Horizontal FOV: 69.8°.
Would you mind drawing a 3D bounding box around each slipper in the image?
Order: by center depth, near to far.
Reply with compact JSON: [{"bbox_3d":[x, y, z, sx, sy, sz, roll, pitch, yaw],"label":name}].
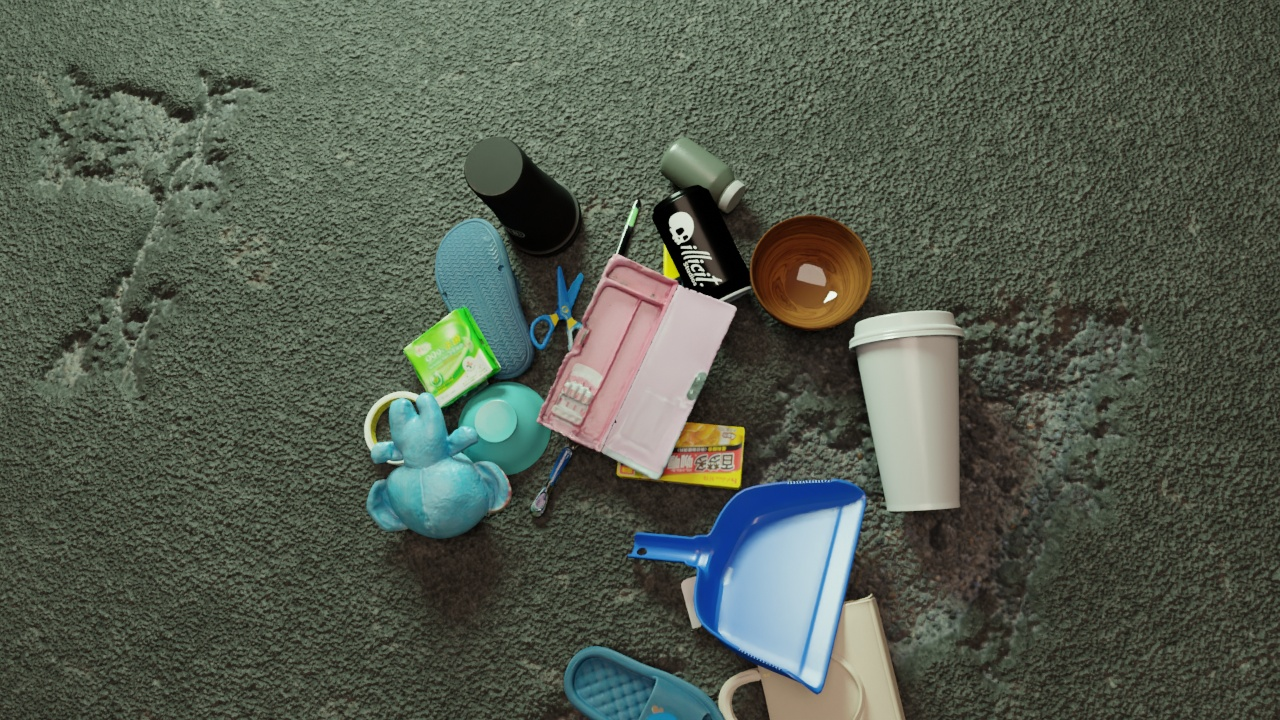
[{"bbox_3d":[0.007,0.398,1.038,0.214,0.059,0.103,29,84,17],"label":"slipper"},{"bbox_3d":[-0.200,-0.077,1.190,0.104,0.059,0.213,-20,88,10],"label":"slipper"}]

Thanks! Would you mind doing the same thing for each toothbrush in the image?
[{"bbox_3d":[-0.031,-0.131,1.207,0.014,0.017,0.187,18,76,4],"label":"toothbrush"}]

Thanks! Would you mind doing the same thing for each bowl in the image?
[{"bbox_3d":[0.209,-0.100,1.146,0.147,0.069,0.147,-1,75,4],"label":"bowl"},{"bbox_3d":[-0.176,0.081,1.150,0.121,0.046,0.121,-2,75,5],"label":"bowl"}]

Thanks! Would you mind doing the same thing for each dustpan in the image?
[{"bbox_3d":[0.104,0.235,1.052,0.258,0.059,0.244,-2,48,33],"label":"dustpan"}]

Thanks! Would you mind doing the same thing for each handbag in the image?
[{"bbox_3d":[0.183,0.368,1.022,0.198,0.101,0.194,-15,74,14],"label":"handbag"}]

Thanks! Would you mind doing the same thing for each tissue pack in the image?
[{"bbox_3d":[-0.237,-0.001,1.162,0.114,0.034,0.099,-34,84,20],"label":"tissue pack"}]

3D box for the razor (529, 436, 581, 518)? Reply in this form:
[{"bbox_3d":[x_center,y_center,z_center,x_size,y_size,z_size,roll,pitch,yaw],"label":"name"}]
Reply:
[{"bbox_3d":[-0.099,0.132,1.143,0.044,0.018,0.140,25,79,11],"label":"razor"}]

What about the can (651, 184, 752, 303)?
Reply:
[{"bbox_3d":[0.078,-0.140,1.153,0.080,0.080,0.146,-26,87,-1],"label":"can"}]

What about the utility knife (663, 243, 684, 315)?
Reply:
[{"bbox_3d":[0.043,-0.074,1.182,0.029,0.020,0.186,0,74,6],"label":"utility knife"}]

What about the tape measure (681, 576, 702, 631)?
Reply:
[{"bbox_3d":[0.083,0.285,1.084,0.065,0.017,0.064,-16,74,2],"label":"tape measure"}]

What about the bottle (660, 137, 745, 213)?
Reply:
[{"bbox_3d":[0.082,-0.241,1.201,0.108,0.060,0.060,38,82,14],"label":"bottle"}]

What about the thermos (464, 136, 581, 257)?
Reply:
[{"bbox_3d":[-0.147,-0.203,1.138,0.106,0.218,0.105,-1,82,10],"label":"thermos"}]

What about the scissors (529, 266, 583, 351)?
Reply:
[{"bbox_3d":[-0.089,-0.062,1.188,0.097,0.020,0.132,30,65,-15],"label":"scissors"}]

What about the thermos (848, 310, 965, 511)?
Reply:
[{"bbox_3d":[0.318,0.061,1.070,0.131,0.131,0.221,-4,82,5],"label":"thermos"}]

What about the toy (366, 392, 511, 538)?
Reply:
[{"bbox_3d":[-0.252,0.128,1.115,0.183,0.114,0.180,-12,95,13],"label":"toy"}]

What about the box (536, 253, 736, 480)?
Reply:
[{"bbox_3d":[-0.005,0.007,1.120,0.180,0.050,0.232,26,88,11],"label":"box"}]

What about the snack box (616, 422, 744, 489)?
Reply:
[{"bbox_3d":[0.050,0.114,1.128,0.152,0.025,0.075,5,76,7],"label":"snack box"}]

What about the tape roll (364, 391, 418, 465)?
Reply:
[{"bbox_3d":[-0.306,0.087,1.176,0.094,0.019,0.094,-2,75,6],"label":"tape roll"}]
